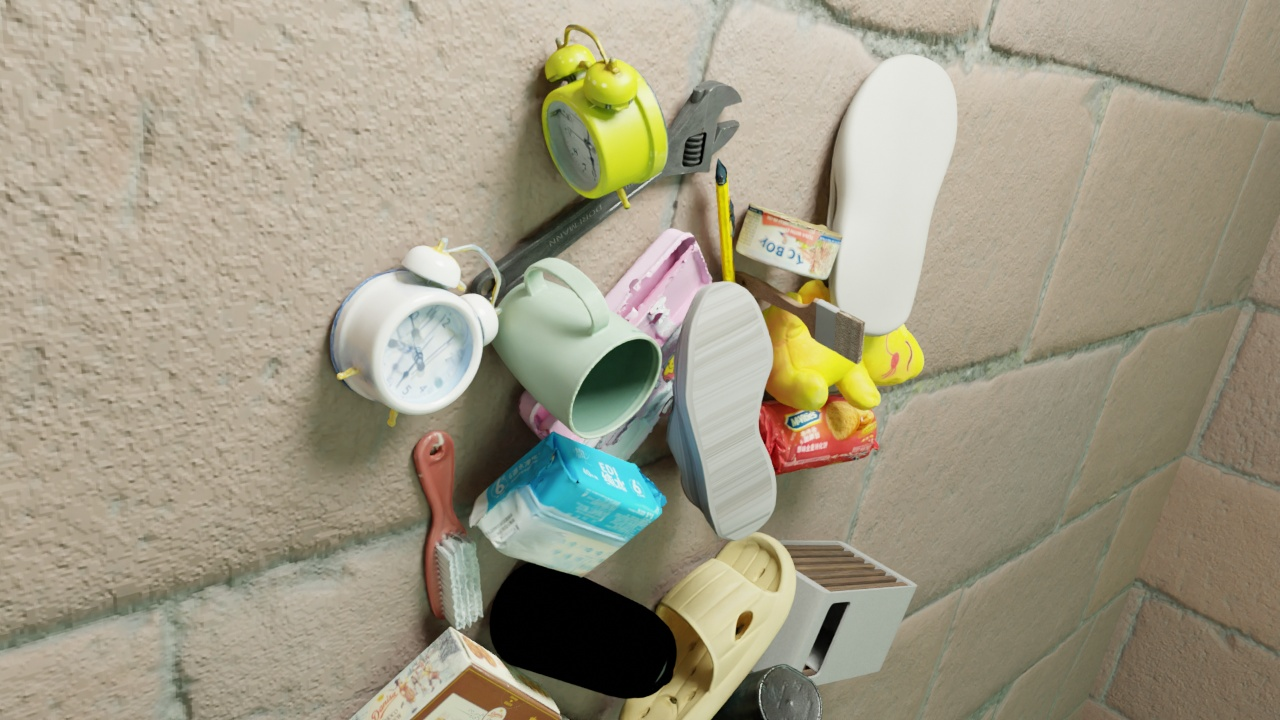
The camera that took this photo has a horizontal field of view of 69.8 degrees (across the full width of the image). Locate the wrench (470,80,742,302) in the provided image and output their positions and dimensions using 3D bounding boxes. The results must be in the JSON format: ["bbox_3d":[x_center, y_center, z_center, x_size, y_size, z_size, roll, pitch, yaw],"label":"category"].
[{"bbox_3d":[-0.018,-0.125,0.683,0.272,0.018,0.073,-40,143,-22],"label":"wrench"}]

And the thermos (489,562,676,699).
[{"bbox_3d":[-0.038,0.246,0.810,0.086,0.086,0.198,-57,139,-7],"label":"thermos"}]

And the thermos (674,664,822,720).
[{"bbox_3d":[0.097,0.373,0.947,0.097,0.098,0.221,-26,166,-35],"label":"thermos"}]

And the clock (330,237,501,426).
[{"bbox_3d":[-0.139,-0.022,0.592,0.125,0.052,0.089,-53,137,-16],"label":"clock"}]

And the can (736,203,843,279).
[{"bbox_3d":[0.128,-0.103,0.795,0.086,0.086,0.043,4,109,-47],"label":"can"}]

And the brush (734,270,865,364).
[{"bbox_3d":[0.130,-0.046,0.783,0.008,0.143,0.045,-35,141,-27],"label":"brush"}]

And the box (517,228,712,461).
[{"bbox_3d":[-0.004,0.005,0.758,0.201,0.037,0.153,-50,147,-14],"label":"box"}]

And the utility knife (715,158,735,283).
[{"bbox_3d":[0.073,-0.098,0.782,0.159,0.017,0.030,84,15,-44],"label":"utility knife"}]

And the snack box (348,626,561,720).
[{"bbox_3d":[-0.157,0.297,0.727,0.147,0.041,0.143,-42,136,-4],"label":"snack box"}]

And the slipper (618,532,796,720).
[{"bbox_3d":[0.057,0.276,0.906,0.261,0.111,0.079,-54,131,-13],"label":"slipper"}]

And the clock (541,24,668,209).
[{"bbox_3d":[-0.026,-0.164,0.608,0.057,0.083,0.119,-29,132,-24],"label":"clock"}]

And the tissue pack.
[{"bbox_3d":[-0.054,0.113,0.710,0.093,0.061,0.144,-42,140,16],"label":"tissue pack"}]

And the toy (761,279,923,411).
[{"bbox_3d":[0.192,-0.013,0.900,0.193,0.088,0.134,-19,82,-39],"label":"toy"}]

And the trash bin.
[{"bbox_3d":[0.201,0.286,1.055,0.228,0.114,0.114,13,101,-48],"label":"trash bin"}]

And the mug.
[{"bbox_3d":[-0.050,-0.018,0.631,0.084,0.104,0.111,-32,143,-31],"label":"mug"}]

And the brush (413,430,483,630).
[{"bbox_3d":[-0.141,0.131,0.686,0.040,0.030,0.172,-24,126,-37],"label":"brush"}]

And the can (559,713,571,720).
[{"bbox_3d":[-0.066,0.382,0.865,0.071,0.072,0.128,-51,138,-13],"label":"can"}]

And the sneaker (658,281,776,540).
[{"bbox_3d":[0.057,0.038,0.786,0.099,0.089,0.236,-20,118,-27],"label":"sneaker"}]

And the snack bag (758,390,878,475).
[{"bbox_3d":[0.164,0.072,0.925,0.176,0.082,0.082,-4,114,-37],"label":"snack bag"}]

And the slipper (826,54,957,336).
[{"bbox_3d":[0.222,-0.152,0.871,0.113,0.081,0.265,11,85,-14],"label":"slipper"}]
